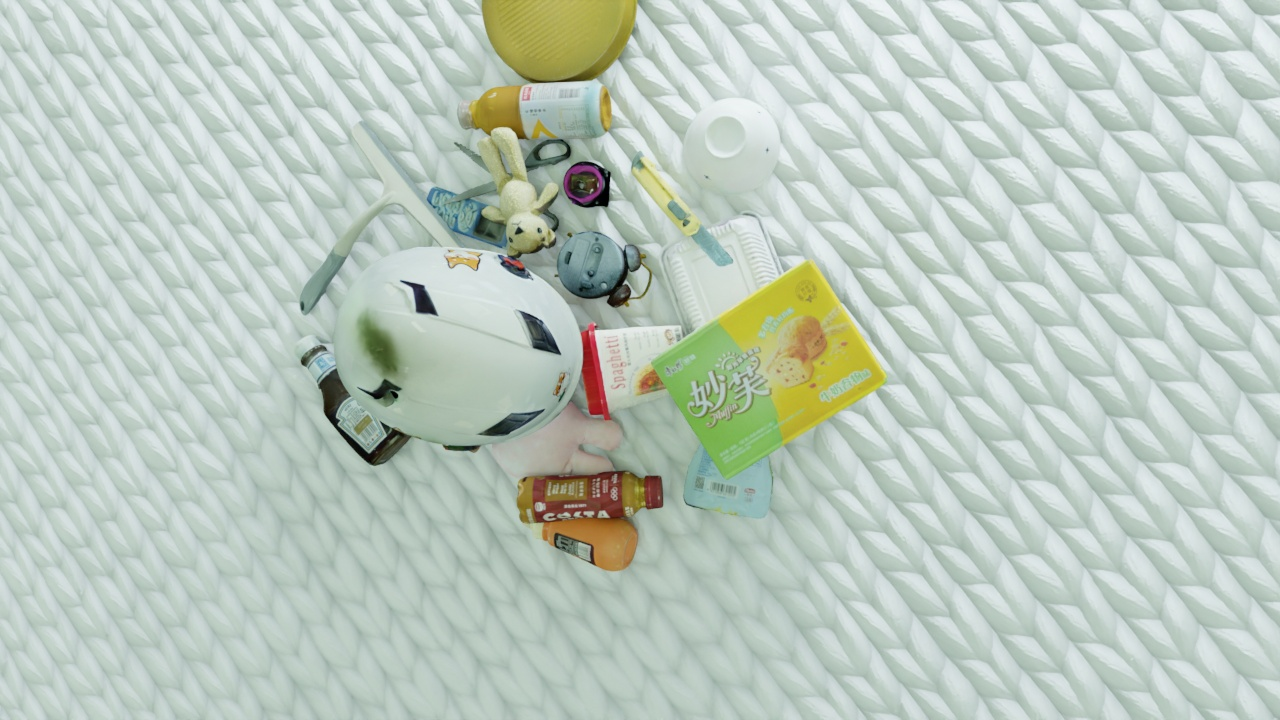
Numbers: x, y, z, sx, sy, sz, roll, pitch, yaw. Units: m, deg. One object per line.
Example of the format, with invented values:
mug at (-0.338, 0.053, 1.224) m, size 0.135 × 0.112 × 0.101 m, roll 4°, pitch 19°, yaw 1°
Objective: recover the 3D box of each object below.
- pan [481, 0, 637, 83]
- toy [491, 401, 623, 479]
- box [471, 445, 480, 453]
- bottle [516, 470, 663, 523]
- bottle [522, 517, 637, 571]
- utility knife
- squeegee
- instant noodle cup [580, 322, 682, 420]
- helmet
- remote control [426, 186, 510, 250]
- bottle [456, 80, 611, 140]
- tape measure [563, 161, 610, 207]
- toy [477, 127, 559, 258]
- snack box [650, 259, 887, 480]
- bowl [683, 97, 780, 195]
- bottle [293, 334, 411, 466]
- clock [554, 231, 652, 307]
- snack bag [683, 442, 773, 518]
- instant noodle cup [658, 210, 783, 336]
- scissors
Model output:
pan at (-0.029, -0.472, 1.119) m, size 0.358 × 0.078 × 0.197 m, roll -25°, pitch 89°, yaw 19°
toy at (-0.105, 0.103, 1.153) m, size 0.159 × 0.054 × 0.121 m, roll 17°, pitch 100°, yaw 1°
box at (-0.203, 0.005, 1.123) m, size 0.174 × 0.151 × 0.182 m, roll 31°, pitch 99°, yaw 28°
bottle at (-0.060, 0.165, 1.119) m, size 0.175 × 0.057 × 0.057 m, roll -4°, pitch 91°, yaw 4°
bottle at (-0.080, 0.217, 1.151) m, size 0.150 × 0.066 × 0.067 m, roll 12°, pitch 95°, yaw 19°
utility knife at (0.046, -0.179, 1.089) m, size 0.031 × 0.022 × 0.216 m, roll -47°, pitch 62°, yaw 17°
squeegee at (-0.384, -0.149, 1.204) m, size 0.247 × 0.039 × 0.246 m, roll -45°, pitch 71°, yaw 16°
instant noodle cup at (-0.007, 0.006, 1.104) m, size 0.124 × 0.116 × 0.116 m, roll -9°, pitch 90°, yaw 0°
helmet at (-0.203, -0.009, 0.981) m, size 0.274 × 0.156 × 0.230 m, roll 19°, pitch 98°, yaw -1°
remote control at (-0.217, -0.183, 1.182) m, size 0.125 × 0.024 × 0.049 m, roll 20°, pitch 96°, yaw 7°
bottle at (-0.132, -0.307, 1.136) m, size 0.190 × 0.068 × 0.068 m, roll 1°, pitch 92°, yaw 13°
tape measure at (-0.067, -0.218, 1.139) m, size 0.058 × 0.039 × 0.057 m, roll 7°, pitch 94°, yaw 12°
toy at (-0.154, -0.205, 1.118) m, size 0.105 × 0.066 × 0.157 m, roll -18°, pitch 91°, yaw 11°
snack box at (0.139, 0.009, 1.008) m, size 0.210 × 0.070 × 0.157 m, roll -33°, pitch 90°, yaw 10°
bowl at (0.104, -0.259, 1.086) m, size 0.118 × 0.064 × 0.118 m, roll 0°, pitch 91°, yaw 13°
bottle at (-0.389, 0.048, 1.221) m, size 0.080 × 0.044 × 0.195 m, roll -44°, pitch 82°, yaw 10°
clock at (-0.045, -0.112, 1.131) m, size 0.122 × 0.055 × 0.082 m, roll 19°, pitch 95°, yaw 11°
snack bag at (0.114, 0.090, 1.110) m, size 0.110 × 0.038 × 0.191 m, roll 8°, pitch 89°, yaw 21°
instant noodle cup at (0.101, -0.085, 1.085) m, size 0.138 × 0.060 × 0.173 m, roll -22°, pitch 77°, yaw 12°
scissors at (-0.165, -0.223, 1.162) m, size 0.179 × 0.014 × 0.159 m, roll -23°, pitch 83°, yaw 5°
